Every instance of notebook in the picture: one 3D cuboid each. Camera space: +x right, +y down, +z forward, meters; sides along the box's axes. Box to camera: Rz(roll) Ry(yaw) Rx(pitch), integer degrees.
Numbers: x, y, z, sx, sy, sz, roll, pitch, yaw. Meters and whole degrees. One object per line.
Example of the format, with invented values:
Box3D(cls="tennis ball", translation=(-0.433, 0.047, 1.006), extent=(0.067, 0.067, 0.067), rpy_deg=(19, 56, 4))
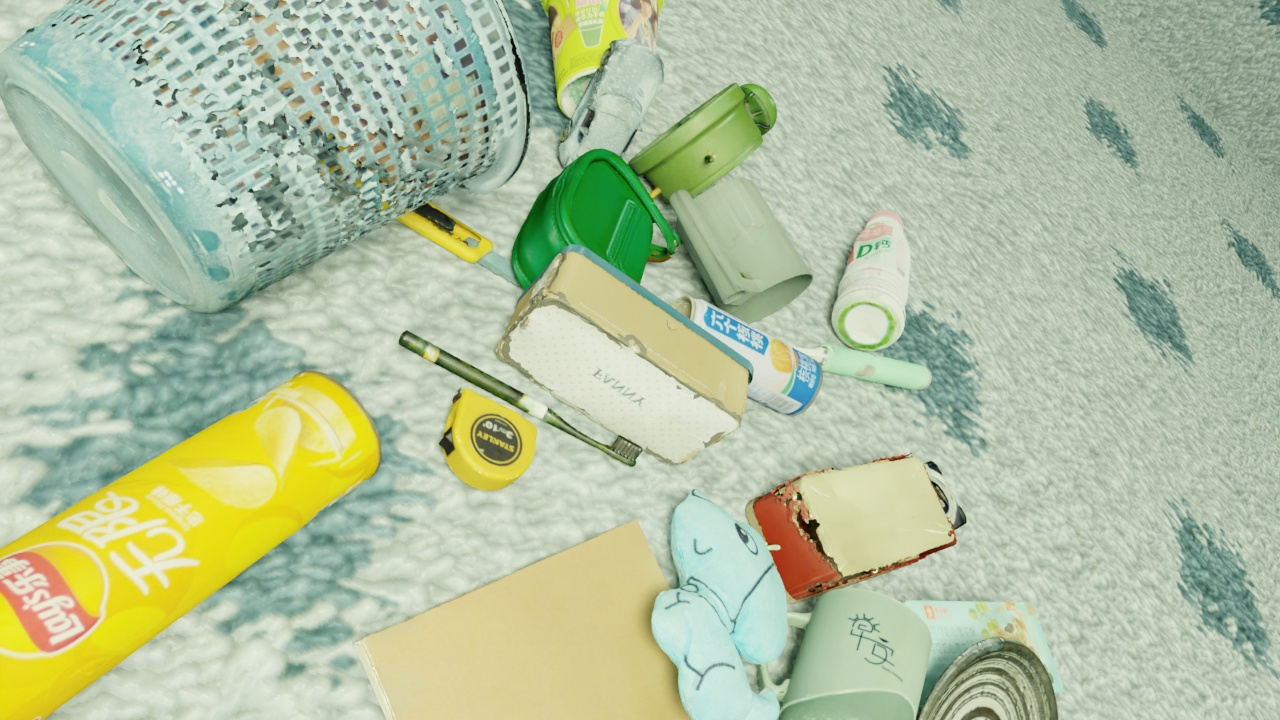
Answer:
Box3D(cls="notebook", translation=(-0.043, 0.192, 0.535), extent=(0.210, 0.012, 0.149), rpy_deg=(-15, 73, -45))

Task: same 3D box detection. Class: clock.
Box3D(cls="clock", translation=(0.059, -0.196, 0.819), extent=(0.056, 0.116, 0.160), rpy_deg=(53, 45, -13))

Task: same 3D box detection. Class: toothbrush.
Box3D(cls="toothbrush", translation=(-0.077, 0.026, 0.619), extent=(0.185, 0.017, 0.012), rpy_deg=(30, 16, -20))
Box3D(cls="toothbrush", translation=(0.191, 0.001, 0.852), extent=(0.224, 0.026, 0.027), rpy_deg=(11, 24, -34))

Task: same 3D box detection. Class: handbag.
Box3D(cls="handbag", translation=(-0.028, -0.088, 0.697), extent=(0.120, 0.068, 0.131), rpy_deg=(38, 40, -21))

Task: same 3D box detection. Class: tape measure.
Box3D(cls="tape measure", translation=(-0.096, 0.053, 0.575), extent=(0.060, 0.029, 0.057), rpy_deg=(28, 46, -22))
Box3D(cls="tape measure", translation=(0.248, 0.125, 0.808), extent=(0.065, 0.034, 0.065), rpy_deg=(-5, 63, -44))

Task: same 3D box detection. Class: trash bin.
Box3D(cls="trash bin", translation=(-0.206, -0.139, 0.494), extent=(0.226, 0.227, 0.194), rpy_deg=(46, 61, -4))

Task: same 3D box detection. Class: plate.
Box3D(cls="plate", translation=(0.238, 0.283, 0.652), extent=(0.179, 0.024, 0.179), rpy_deg=(-3, 95, -34))

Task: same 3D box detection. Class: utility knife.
Box3D(cls="utility knife", translation=(-0.145, -0.100, 0.651), extent=(0.215, 0.015, 0.033), rpy_deg=(32, 47, -20))

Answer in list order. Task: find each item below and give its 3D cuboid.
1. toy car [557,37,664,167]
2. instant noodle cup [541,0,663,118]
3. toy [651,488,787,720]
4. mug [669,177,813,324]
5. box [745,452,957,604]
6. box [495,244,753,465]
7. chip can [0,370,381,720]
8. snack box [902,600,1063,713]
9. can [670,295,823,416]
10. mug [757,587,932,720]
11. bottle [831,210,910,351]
Box3D(cls="toy car", translation=(-0.023, -0.202, 0.753), extent=(0.054, 0.121, 0.036), rpy_deg=(17, 25, -30))
Box3D(cls="instant noodle cup", translation=(-0.033, -0.276, 0.809), extent=(0.111, 0.112, 0.123), rpy_deg=(15, 60, -32))
Box3D(cls="toy", translation=(0.057, 0.159, 0.605), extent=(0.156, 0.050, 0.161), rpy_deg=(-2, 58, -53))
Box3D(cls="mug", translation=(0.078, -0.093, 0.774), extent=(0.123, 0.084, 0.103), rpy_deg=(1, 58, -60))
Box3D(cls="box", translation=(0.173, 0.123, 0.715), extent=(0.168, 0.077, 0.091), rpy_deg=(-3, 64, -42))
Box3D(cls="box", translation=(-0.004, 0.004, 0.644), extent=(0.184, 0.090, 0.061), rpy_deg=(34, 44, -20))
Box3D(cls="chip can", translation=(-0.220, 0.082, 0.422), extent=(0.072, 0.072, 0.212), rpy_deg=(49, 42, -1))
Box3D(cls="snack box", translation=(0.255, 0.232, 0.724), extent=(0.174, 0.052, 0.074), rpy_deg=(11, 56, -35))
Box3D(cls="can", translation=(0.081, -0.003, 0.743), extent=(0.134, 0.053, 0.053), rpy_deg=(25, 48, -24))
Box3D(cls="mug", translation=(0.130, 0.215, 0.618), extent=(0.112, 0.082, 0.106), rpy_deg=(19, 45, 15))
Box3D(cls="bottle", translation=(0.240, -0.090, 0.930), extent=(0.068, 0.068, 0.196), rpy_deg=(40, 40, -11))
